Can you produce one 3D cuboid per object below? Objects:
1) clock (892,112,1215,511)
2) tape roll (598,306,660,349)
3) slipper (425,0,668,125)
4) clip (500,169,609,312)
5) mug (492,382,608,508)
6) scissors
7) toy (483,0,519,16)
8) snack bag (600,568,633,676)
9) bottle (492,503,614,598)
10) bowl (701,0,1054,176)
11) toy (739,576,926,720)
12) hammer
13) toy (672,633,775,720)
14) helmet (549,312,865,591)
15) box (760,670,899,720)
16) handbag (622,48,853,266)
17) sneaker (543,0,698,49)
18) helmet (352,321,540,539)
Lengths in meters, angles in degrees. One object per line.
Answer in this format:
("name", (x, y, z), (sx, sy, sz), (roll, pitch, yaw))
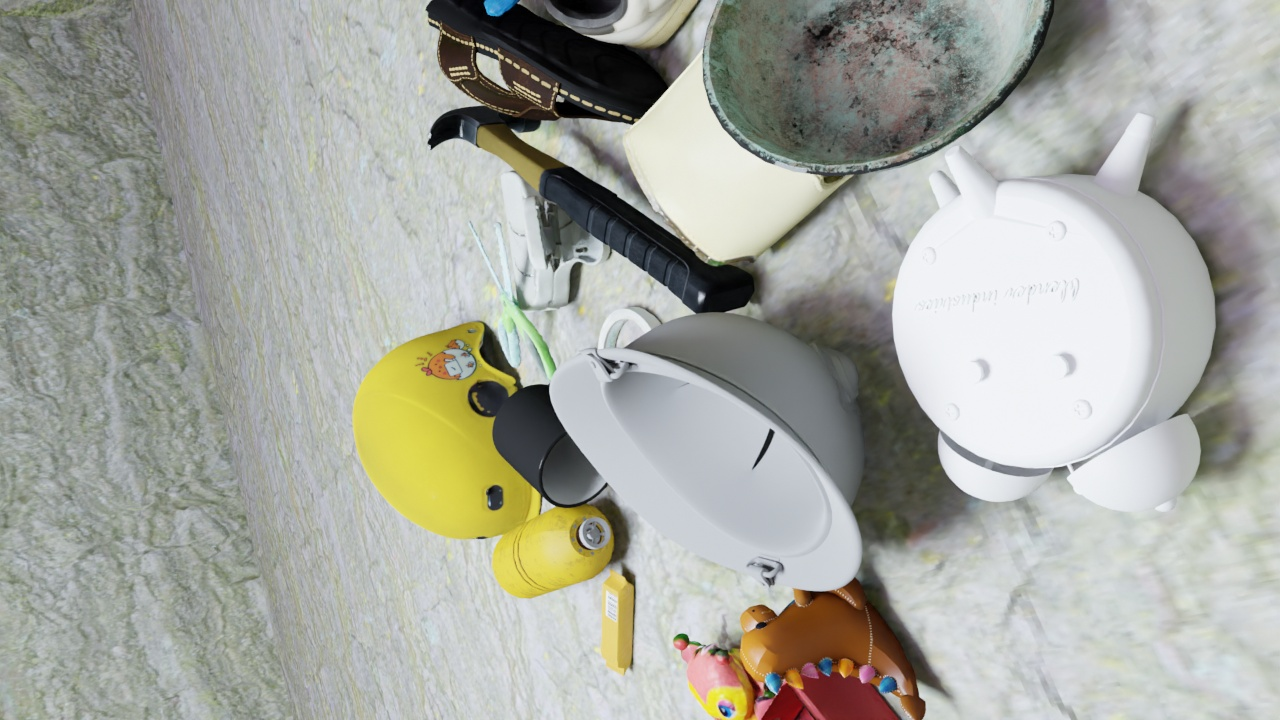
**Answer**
("clock", (0.170, -0.014, 0.402), (0.126, 0.072, 0.161), (-6, 93, 57))
("tape roll", (-0.004, 0.004, 0.725), (0.093, 0.013, 0.093), (22, 117, 52))
("slipper", (-0.081, -0.217, 0.695), (0.268, 0.112, 0.076), (38, 129, 40))
("clip", (-0.085, -0.104, 0.784), (0.143, 0.072, 0.124), (-175, 75, -66))
("mug", (-0.066, 0.056, 0.787), (0.088, 0.078, 0.113), (33, 98, 48))
("scissors", (-0.115, -0.048, 0.790), (0.171, 0.022, 0.174), (63, 164, 20))
("toy", (-0.068, -0.296, 0.677), (0.177, 0.112, 0.071), (1, 114, 33))
("snack bag", (-0.020, 0.228, 0.802), (0.026, 0.020, 0.099), (19, 115, 45))
("bottle", (-0.072, 0.168, 0.818), (0.164, 0.071, 0.071), (-36, 68, 56))
("bowl", (0.109, -0.149, 0.432), (0.158, 0.038, 0.157), (-9, 68, 23))
("toy", (0.109, 0.175, 0.529), (0.103, 0.090, 0.071), (48, 138, 45))
("hammer", (-0.047, -0.123, 0.684), (0.333, 0.117, 0.025), (40, 133, 37))
("toy", (0.063, 0.242, 0.660), (0.084, 0.046, 0.103), (0, 110, 34))
("helmet", (0.059, 0.032, 0.554), (0.183, 0.117, 0.272), (53, 157, -15))
("box", (0.098, 0.287, 0.560), (0.168, 0.154, 0.157), (-92, 18, -54))
("handbag", (0.061, -0.125, 0.538), (0.120, 0.081, 0.111), (-37, 75, 52))
("sneaker", (0.017, -0.270, 0.538), (0.242, 0.102, 0.089), (-30, 73, 54))
("helmet", (-0.215, 0.088, 0.951), (0.240, 0.139, 0.210), (59, 142, 28))
